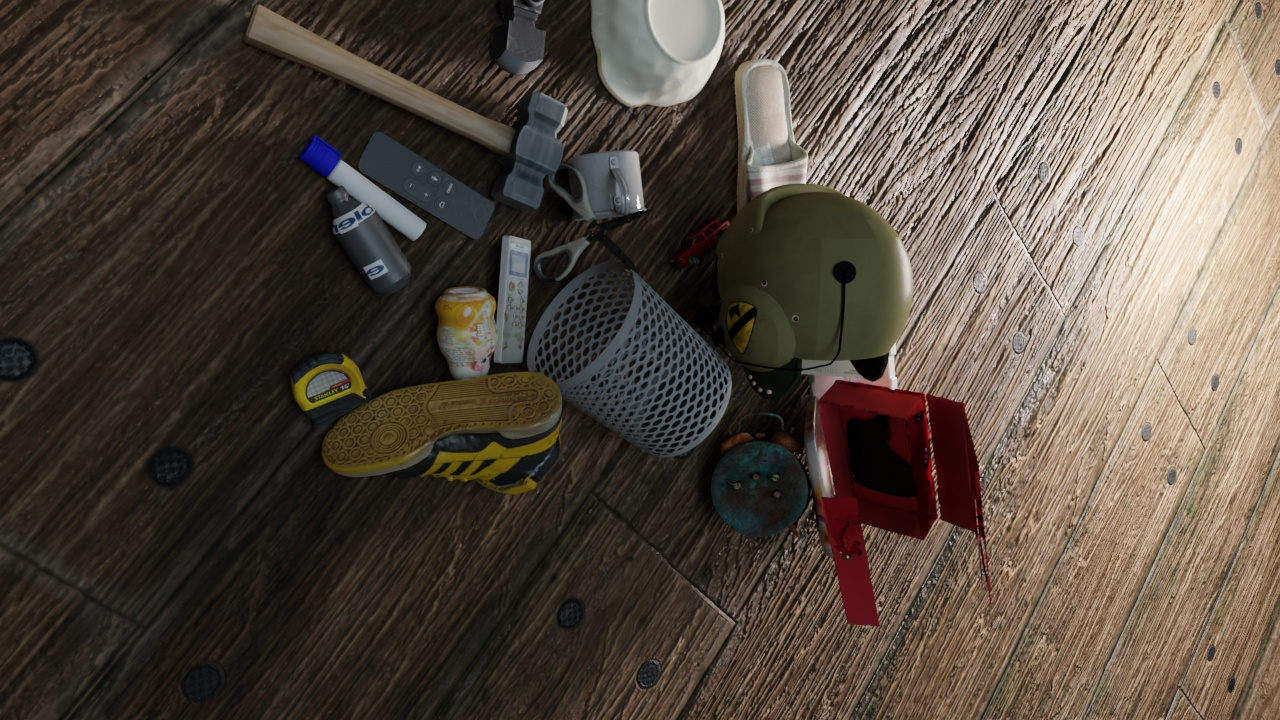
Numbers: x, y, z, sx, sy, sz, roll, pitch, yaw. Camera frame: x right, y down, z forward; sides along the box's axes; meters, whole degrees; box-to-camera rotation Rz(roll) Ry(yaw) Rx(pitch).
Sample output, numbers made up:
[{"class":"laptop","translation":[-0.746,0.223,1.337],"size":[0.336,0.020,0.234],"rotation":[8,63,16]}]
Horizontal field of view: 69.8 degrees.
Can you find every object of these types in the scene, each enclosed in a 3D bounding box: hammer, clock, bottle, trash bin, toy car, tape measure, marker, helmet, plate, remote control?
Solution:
[{"class":"hammer","translation":[-0.047,-0.369,0.852],"size":[0.043,0.323,0.156],"rotation":[5,91,-35]},{"class":"clock","translation":[0.152,0.144,1.159],"size":[0.073,0.121,0.157],"rotation":[14,74,-71]},{"class":"hammer","translation":[-0.224,-0.260,0.912],"size":[0.322,0.051,0.117],"rotation":[19,83,-32]},{"class":"bottle","translation":[-0.180,-0.021,0.953],"size":[0.063,0.063,0.109],"rotation":[-11,109,-34]},{"class":"trash bin","translation":[-0.006,0.006,1.022],"size":[0.183,0.157,0.156],"rotation":[39,73,-34]},{"class":"toy car","translation":[0.075,-0.143,1.130],"size":[0.091,0.042,0.036],"rotation":[-45,110,-24]},{"class":"tape measure","translation":[-0.302,0.023,0.886],"size":[0.065,0.037,0.064],"rotation":[-32,117,-14]},{"class":"bottle","translation":[-0.267,-0.117,0.893],"size":[0.046,0.047,0.112],"rotation":[-40,115,-25]},{"class":"marker","translation":[-0.270,-0.167,0.901],"size":[0.133,0.023,0.027],"rotation":[37,52,-31]},{"class":"helmet","translation":[0.190,-0.087,1.071],"size":[0.249,0.256,0.233],"rotation":[-8,105,-36]},{"class":"plate","translation":[0.235,0.150,1.202],"size":[0.186,0.016,0.187],"rotation":[-55,135,-69]},{"class":"remote control","translation":[-0.138,-0.065,0.993],"size":[0.050,0.011,0.136],"rotation":[-2,97,-70]},{"class":"remote control","translation":[-0.218,-0.178,0.944],"size":[0.146,0.008,0.045],"rotation":[30,77,-33]}]

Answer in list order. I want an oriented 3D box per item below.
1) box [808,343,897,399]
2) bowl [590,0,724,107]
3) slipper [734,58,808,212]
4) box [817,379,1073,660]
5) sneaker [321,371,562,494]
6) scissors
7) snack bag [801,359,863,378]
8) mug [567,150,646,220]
[{"class":"box","translation":[0.296,0.011,1.281],"size":[0.122,0.078,0.197],"rotation":[-6,97,-15]},{"class":"bowl","translation":[0.035,-0.396,1.068],"size":[0.188,0.060,0.219],"rotation":[39,73,-30]},{"class":"slipper","translation":[0.169,-0.254,1.179],"size":[0.114,0.052,0.263],"rotation":[-11,101,-35]},{"class":"box","translation":[0.387,0.164,1.135],"size":[0.123,0.378,0.212],"rotation":[-28,121,-20]},{"class":"sneaker","translation":[-0.193,0.088,0.944],"size":[0.238,0.086,0.122],"rotation":[-11,144,-5]},{"class":"scissors","translation":[-0.060,-0.144,0.981],"size":[0.012,0.171,0.157],"rotation":[-4,70,-55]},{"class":"snack bag","translation":[0.257,-0.084,1.218],"size":[0.094,0.070,0.206],"rotation":[4,93,1]},{"class":"mug","translation":[-0.034,-0.192,1.008],"size":[0.084,0.113,0.070],"rotation":[-9,97,-18]}]
